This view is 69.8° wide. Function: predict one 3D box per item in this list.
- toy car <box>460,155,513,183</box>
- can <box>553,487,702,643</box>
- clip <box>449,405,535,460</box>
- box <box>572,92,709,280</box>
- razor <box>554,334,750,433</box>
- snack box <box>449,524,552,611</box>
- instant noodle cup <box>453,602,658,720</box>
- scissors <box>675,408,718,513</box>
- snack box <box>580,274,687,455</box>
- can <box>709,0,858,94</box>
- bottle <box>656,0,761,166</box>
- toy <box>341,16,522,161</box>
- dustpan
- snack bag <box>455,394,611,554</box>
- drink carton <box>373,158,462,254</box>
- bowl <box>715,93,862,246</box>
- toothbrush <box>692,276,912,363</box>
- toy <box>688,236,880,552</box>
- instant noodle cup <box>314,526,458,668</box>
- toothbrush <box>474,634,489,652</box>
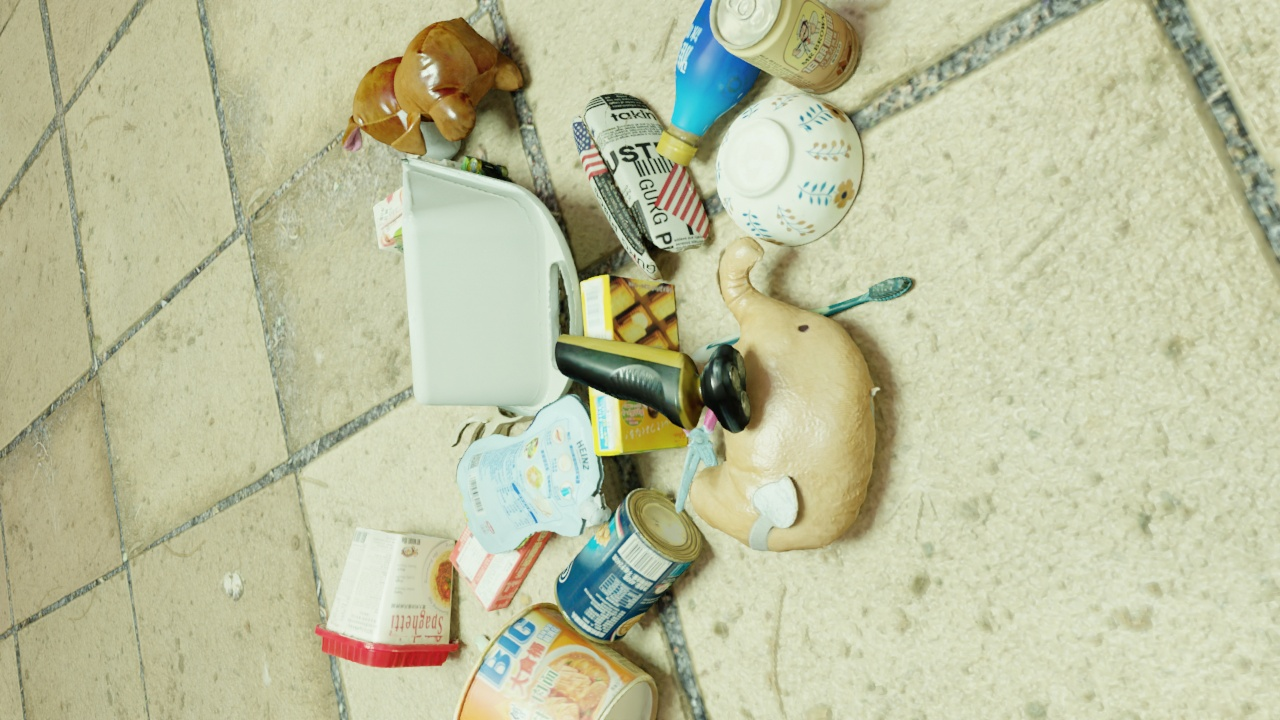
[{"bbox_3d":[-0.140,-0.162,0.880,0.091,0.043,0.036,48,114,31],"label":"toy car"},{"bbox_3d":[-0.010,0.167,0.748,0.111,0.075,0.075,-52,60,25],"label":"can"},{"bbox_3d":[-0.138,0.060,0.883,0.100,0.034,0.071,-44,62,20],"label":"clip"},{"bbox_3d":[-0.011,-0.143,0.774,0.162,0.076,0.088,64,145,17],"label":"box"},{"bbox_3d":[0.005,0.007,0.657,0.168,0.062,0.067,14,58,36],"label":"razor"},{"bbox_3d":[-0.124,0.158,0.871,0.075,0.025,0.153,44,114,32],"label":"snack box"},{"bbox_3d":[-0.063,0.290,0.750,0.111,0.151,0.151,19,101,29],"label":"instant noodle cup"},{"bbox_3d":[0.054,0.055,0.722,0.113,0.017,0.134,-25,97,-3],"label":"scissors"},{"bbox_3d":[-0.004,0.004,0.740,0.034,0.086,0.140,-7,85,38],"label":"snack box"},{"bbox_3d":[0.103,-0.229,0.642,0.059,0.116,0.058,-1,89,38],"label":"can"},{"bbox_3d":[0.072,-0.253,0.699,0.065,0.065,0.219,40,112,32],"label":"bottle"},{"bbox_3d":[-0.209,-0.256,0.903,0.200,0.139,0.130,0,130,40],"label":"toy"},{"bbox_3d":[-0.141,-0.062,0.832,0.257,0.142,0.223,-125,34,-69],"label":"dustpan"},{"bbox_3d":[-0.093,0.102,0.785,0.192,0.038,0.110,-24,70,46],"label":"snack bag"},{"bbox_3d":[-0.222,-0.157,0.943,0.123,0.045,0.053,-21,75,36],"label":"drink carton"},{"bbox_3d":[0.100,-0.145,0.678,0.114,0.062,0.113,-2,87,37],"label":"bowl"},{"bbox_3d":[0.114,-0.028,0.691,0.192,0.018,0.016,-20,77,36],"label":"toothbrush"},{"bbox_3d":[0.102,0.024,0.660,0.144,0.082,0.226,1,87,25],"label":"toy"},{"bbox_3d":[-0.245,0.235,0.918,0.117,0.116,0.124,0,78,38],"label":"instant noodle cup"},{"bbox_3d":[-0.102,0.326,0.853,0.020,0.029,0.189,-37,56,-15],"label":"toothbrush"}]
